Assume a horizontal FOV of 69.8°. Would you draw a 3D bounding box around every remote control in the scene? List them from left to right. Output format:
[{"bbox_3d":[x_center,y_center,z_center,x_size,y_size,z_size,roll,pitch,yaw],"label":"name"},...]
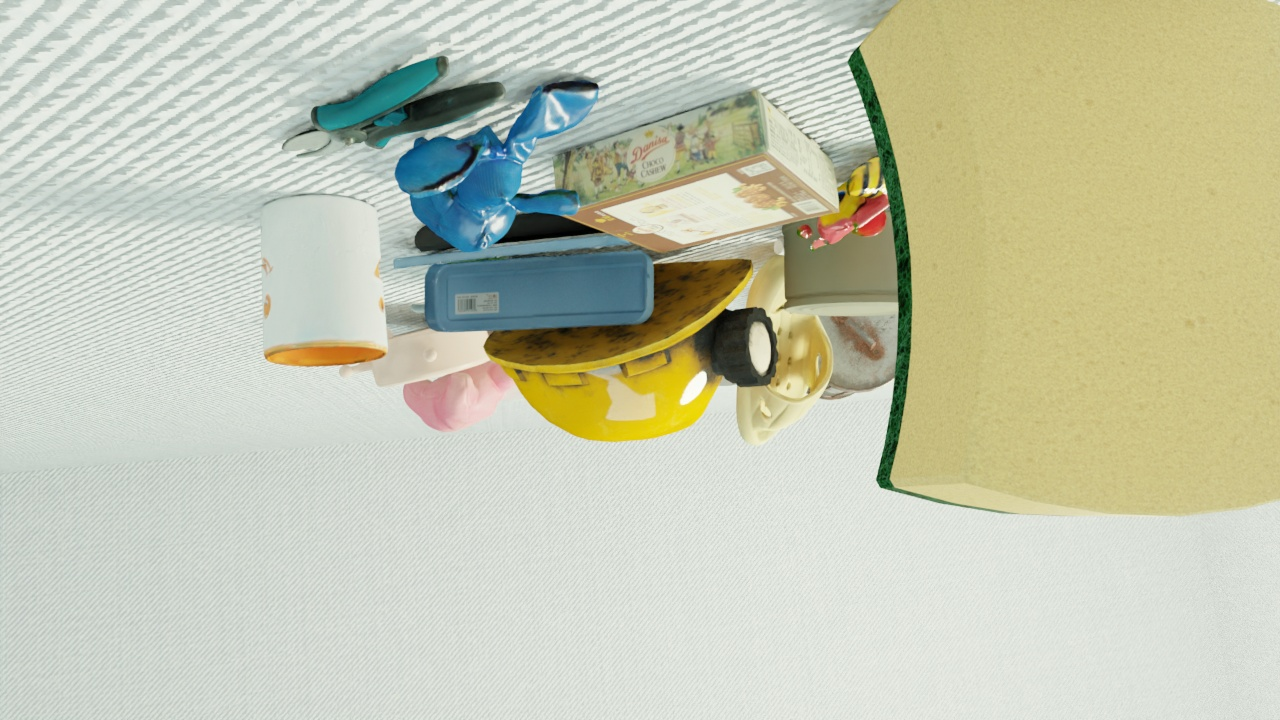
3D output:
[{"bbox_3d":[-0.101,-0.101,0.713,0.147,0.015,0.033,-6,172,2],"label":"remote control"}]

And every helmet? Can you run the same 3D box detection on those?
[{"bbox_3d":[-0.005,0.005,0.826,0.256,0.131,0.204,-6,-154,32],"label":"helmet"}]

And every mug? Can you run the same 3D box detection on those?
[{"bbox_3d":[-0.223,-0.054,0.646,0.082,0.105,0.082,-5,172,-1],"label":"mug"}]

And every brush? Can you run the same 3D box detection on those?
[{"bbox_3d":[0.210,-0.053,0.432,0.195,0.250,0.075,0,171,-12],"label":"brush"}]

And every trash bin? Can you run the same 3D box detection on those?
[{"bbox_3d":[0.247,-0.020,1.116,0.131,0.130,0.211,-6,173,2],"label":"trash bin"}]

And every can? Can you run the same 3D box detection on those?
[{"bbox_3d":[0.186,-0.080,0.786,0.128,0.073,0.128,0,178,0],"label":"can"}]

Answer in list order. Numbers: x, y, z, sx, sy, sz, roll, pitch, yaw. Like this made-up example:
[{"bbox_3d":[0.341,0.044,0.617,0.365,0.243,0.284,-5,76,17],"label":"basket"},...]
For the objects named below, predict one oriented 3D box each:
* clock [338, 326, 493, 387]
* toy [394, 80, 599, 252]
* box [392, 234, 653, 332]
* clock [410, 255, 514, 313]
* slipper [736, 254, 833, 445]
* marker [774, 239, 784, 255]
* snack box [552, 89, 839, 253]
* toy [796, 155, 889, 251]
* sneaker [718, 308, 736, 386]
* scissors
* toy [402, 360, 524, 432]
[{"bbox_3d":[-0.234,-0.021,1.017,0.131,0.086,0.160,-10,180,27],"label":"clock"},{"bbox_3d":[-0.100,-0.103,0.538,0.112,0.071,0.177,-14,176,-28],"label":"toy"},{"bbox_3d":[-0.097,-0.064,0.728,0.211,0.072,0.079,-2,175,21],"label":"box"},{"bbox_3d":[-0.138,-0.066,0.835,0.119,0.042,0.094,-7,173,17],"label":"clock"},{"bbox_3d":[0.159,0.000,0.942,0.111,0.079,0.262,-38,144,-27],"label":"slipper"},{"bbox_3d":[0.188,-0.105,0.875,0.145,0.017,0.017,-1,171,-30],"label":"marker"},{"bbox_3d":[0.040,-0.117,0.609,0.147,0.041,0.143,-10,171,28],"label":"snack box"},{"bbox_3d":[0.162,-0.116,0.671,0.084,0.046,0.104,-22,168,-18],"label":"toy"},{"bbox_3d":[0.025,-0.035,1.017,0.236,0.087,0.089,10,-141,27],"label":"sneaker"},{"bbox_3d":[-0.138,-0.130,0.483,0.131,0.019,0.150,-2,173,-11],"label":"scissors"},{"bbox_3d":[-0.179,0.021,1.149,0.142,0.084,0.212,-4,-162,43],"label":"toy"}]
